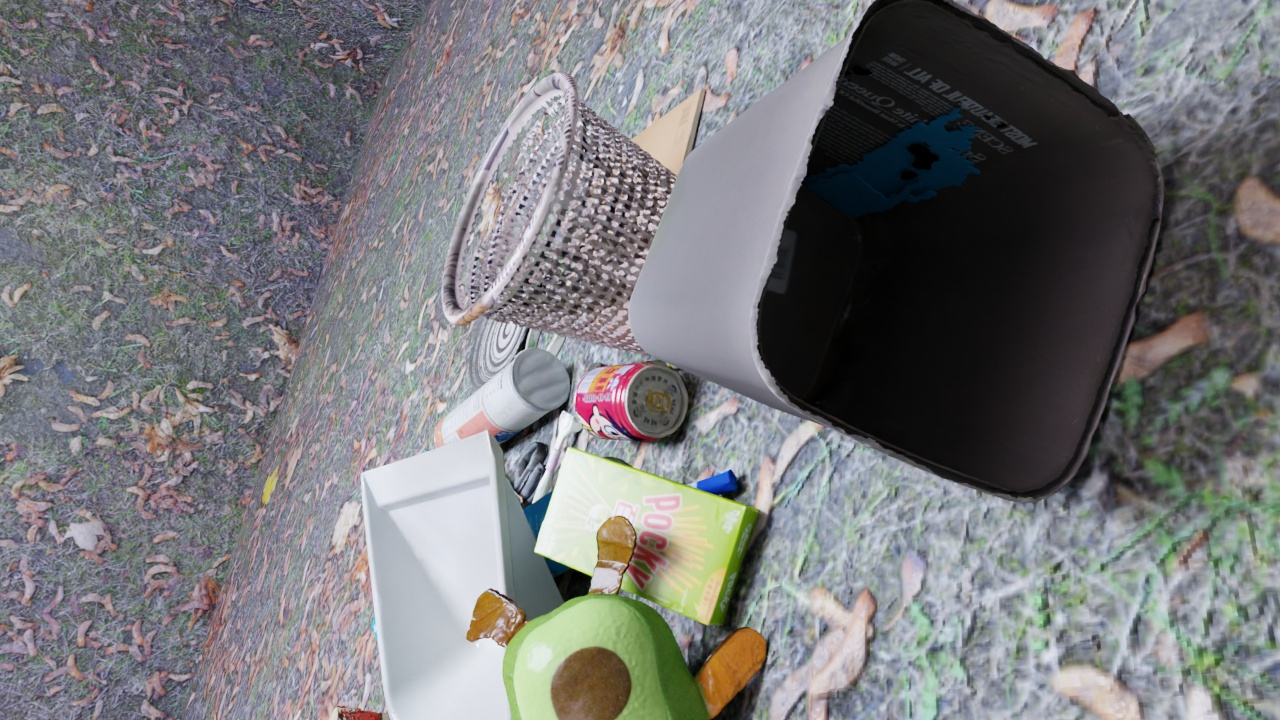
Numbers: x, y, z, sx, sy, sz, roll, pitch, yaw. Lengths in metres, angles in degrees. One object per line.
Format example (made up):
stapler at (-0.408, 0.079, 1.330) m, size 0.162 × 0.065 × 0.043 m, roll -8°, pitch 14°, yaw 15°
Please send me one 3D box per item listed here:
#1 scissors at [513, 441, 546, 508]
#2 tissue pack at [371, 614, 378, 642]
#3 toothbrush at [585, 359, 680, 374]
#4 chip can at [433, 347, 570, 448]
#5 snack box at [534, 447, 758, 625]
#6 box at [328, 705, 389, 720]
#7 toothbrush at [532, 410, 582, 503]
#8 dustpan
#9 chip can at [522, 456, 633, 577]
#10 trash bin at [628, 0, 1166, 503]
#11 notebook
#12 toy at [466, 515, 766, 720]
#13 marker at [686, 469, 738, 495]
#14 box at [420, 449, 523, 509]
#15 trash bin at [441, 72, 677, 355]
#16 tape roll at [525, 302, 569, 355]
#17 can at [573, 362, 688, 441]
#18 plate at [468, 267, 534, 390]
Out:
scissors at (-0.142, 0.161, 1.000) m, size 0.172 × 0.014 × 0.146 m, roll -33°, pitch 44°, yaw 52°
tissue pack at (-0.273, 0.304, 1.087) m, size 0.134 × 0.050 × 0.093 m, roll 13°, pitch 81°, yaw 62°
toothbrush at (-0.005, 0.005, 0.862) m, size 0.186 × 0.012 × 0.017 m, roll -8°, pitch 53°, yaw 60°
chip can at (-0.164, 0.059, 1.046) m, size 0.215 × 0.071 × 0.071 m, roll -33°, pitch 43°, yaw 48°
snack box at (0.001, 0.124, 0.666) m, size 0.156 × 0.026 × 0.085 m, roll 15°, pitch 84°, yaw 31°
box at (-0.333, 0.479, 1.035) m, size 0.091 × 0.080 × 0.168 m, roll -60°, pitch 29°, yaw 17°
toothbrush at (-0.100, 0.143, 0.927) m, size 0.029 × 0.020 × 0.189 m, roll 19°, pitch 89°, yaw 31°
dustpan at (-0.173, 0.223, 0.785) m, size 0.223 × 0.258 × 0.142 m, roll -20°, pitch 13°, yaw 43°
chip can at (-0.078, 0.156, 0.820) m, size 0.211 × 0.071 × 0.071 m, roll -38°, pitch 40°, yaw 44°
trash bin at (0.115, -0.052, 0.506) m, size 0.198 × 0.199 × 0.220 m, roll -69°, pitch 20°, yaw -5°
notebook at (-0.006, -0.195, 1.011) m, size 0.212 × 0.012 × 0.149 m, roll -19°, pitch 53°, yaw 56°
toy at (-0.022, 0.229, 0.589) m, size 0.227 × 0.090 × 0.246 m, roll -31°, pitch 61°, yaw 2°
marker at (0.006, 0.112, 0.694) m, size 0.146 × 0.017 × 0.016 m, roll -22°, pitch 47°, yaw 22°
box at (-0.189, 0.162, 0.991) m, size 0.184 × 0.061 × 0.090 m, roll 20°, pitch 99°, yaw 55°
trash bin at (-0.039, -0.104, 0.803) m, size 0.228 × 0.192 × 0.227 m, roll -42°, pitch 37°, yaw 41°
tape roll at (-0.110, -0.032, 1.077) m, size 0.086 × 0.014 × 0.085 m, roll -41°, pitch 38°, yaw 42°
can at (-0.009, 0.036, 0.785) m, size 0.094 × 0.066 × 0.066 m, roll -7°, pitch 65°, yaw 60°
plate at (-0.173, -0.041, 1.190) m, size 0.180 × 0.024 × 0.179 m, roll -39°, pitch 39°, yaw 41°
